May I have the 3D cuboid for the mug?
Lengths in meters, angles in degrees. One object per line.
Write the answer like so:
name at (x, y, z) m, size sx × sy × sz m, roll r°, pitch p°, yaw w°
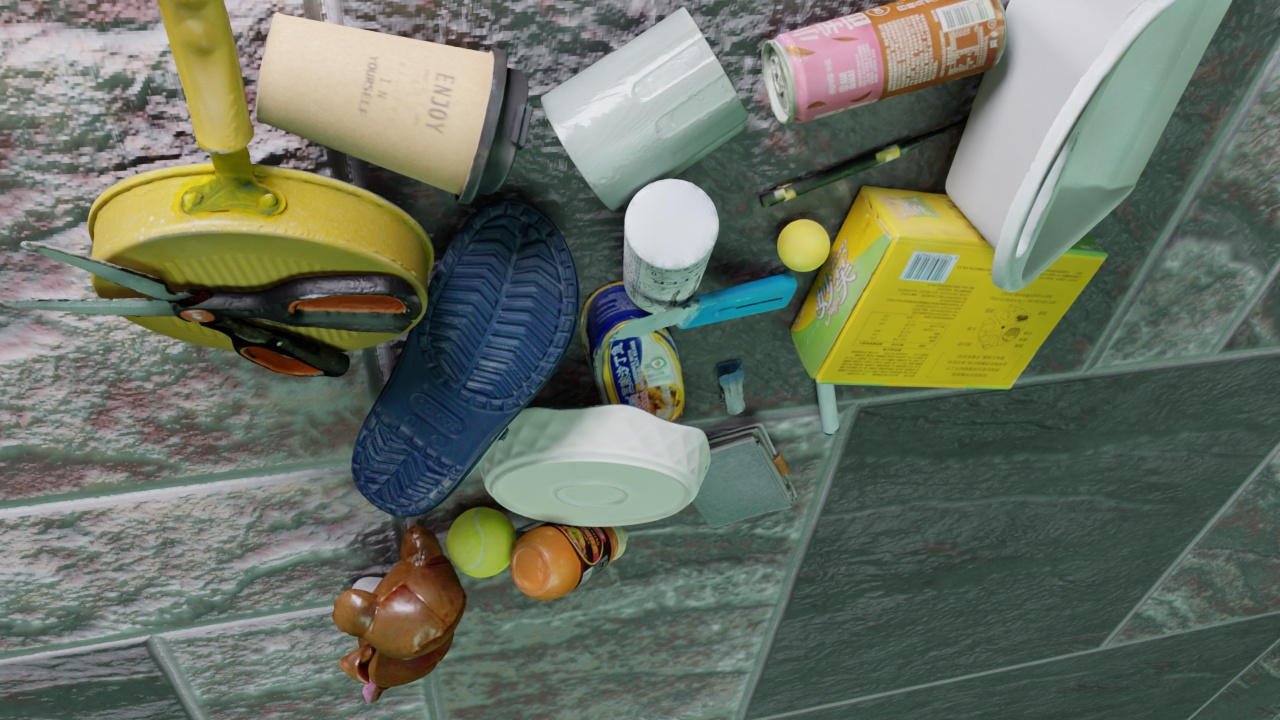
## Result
mug at (0.010, -0.152, 0.588) m, size 0.103 × 0.083 × 0.124 m, roll -31°, pitch 161°, yaw 11°

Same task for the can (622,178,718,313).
can at (0.017, -0.072, 0.627) m, size 0.058 × 0.058 × 0.147 m, roll -15°, pitch 172°, yaw -4°

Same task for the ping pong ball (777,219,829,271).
ping pong ball at (0.126, -0.089, 0.710) m, size 0.040 × 0.040 × 0.040 m, roll -10°, pitch 136°, yaw -10°

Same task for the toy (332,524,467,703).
toy at (-0.232, 0.247, 0.878) m, size 0.139 × 0.130 × 0.200 m, roll -44°, pitch 160°, yaw -30°

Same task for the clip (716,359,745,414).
clip at (0.082, 0.026, 0.829) m, size 0.025 × 0.036 × 0.058 m, roll -15°, pitch 137°, yaw -7°

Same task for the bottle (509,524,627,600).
bottle at (-0.059, 0.183, 0.883) m, size 0.067 × 0.066 × 0.149 m, roll -46°, pitch 159°, yaw 26°

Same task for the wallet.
wallet at (0.093, 0.113, 0.910) m, size 0.107 × 0.037 × 0.130 m, roll -18°, pitch 136°, yaw 14°

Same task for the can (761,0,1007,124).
can at (0.157, -0.199, 0.596) m, size 0.147 × 0.057 × 0.058 m, roll -16°, pitch 137°, yaw -2°

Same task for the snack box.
snack box at (0.251, -0.054, 0.768) m, size 0.209 × 0.070 × 0.158 m, roll 1°, pitch 133°, yaw -21°

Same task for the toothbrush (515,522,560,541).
toothbrush at (-0.055, 0.153, 0.914) m, size 0.192 × 0.016 × 0.018 m, roll -21°, pitch 147°, yaw 3°

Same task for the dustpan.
dustpan at (0.325, -0.154, 0.626) m, size 0.257 × 0.142 × 0.223 m, roll -10°, pitch 136°, yaw -15°

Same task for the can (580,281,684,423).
can at (-0.004, 0.004, 0.755) m, size 0.074 × 0.049 × 0.148 m, roll -15°, pitch 137°, yaw -3°

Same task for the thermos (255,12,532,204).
thermos at (-0.141, -0.148, 0.529) m, size 0.143 × 0.093 × 0.093 m, roll 12°, pitch 129°, yaw -20°

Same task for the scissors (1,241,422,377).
scissors at (-0.240, -0.024, 0.547) m, size 0.221 × 0.021 × 0.232 m, roll -5°, pitch 161°, yaw 3°

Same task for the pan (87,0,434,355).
pan at (-0.215, -0.098, 0.498) m, size 0.197 × 0.078 × 0.358 m, roll -1°, pitch 160°, yaw -11°

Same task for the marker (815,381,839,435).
marker at (0.176, 0.027, 0.863) m, size 0.022 × 0.018 × 0.131 m, roll -26°, pitch 137°, yaw -6°

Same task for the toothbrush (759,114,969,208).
toothbrush at (0.178, -0.150, 0.688) m, size 0.186 × 0.012 × 0.017 m, roll -21°, pitch 148°, yaw 2°

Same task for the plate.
plate at (-0.041, 0.097, 0.789) m, size 0.205 × 0.045 × 0.205 m, roll 1°, pitch 152°, yaw 0°

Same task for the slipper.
slipper at (-0.121, 0.004, 0.670) m, size 0.105 × 0.095 × 0.253 m, roll 31°, pitch 104°, yaw -4°

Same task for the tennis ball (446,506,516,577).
tennis ball at (-0.149, 0.171, 0.862) m, size 0.065 × 0.065 × 0.066 m, roll -10°, pitch 136°, yaw -10°

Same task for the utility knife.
utility knife at (0.052, -0.038, 0.678) m, size 0.222 × 0.018 × 0.034 m, roll -16°, pitch 148°, yaw -48°
